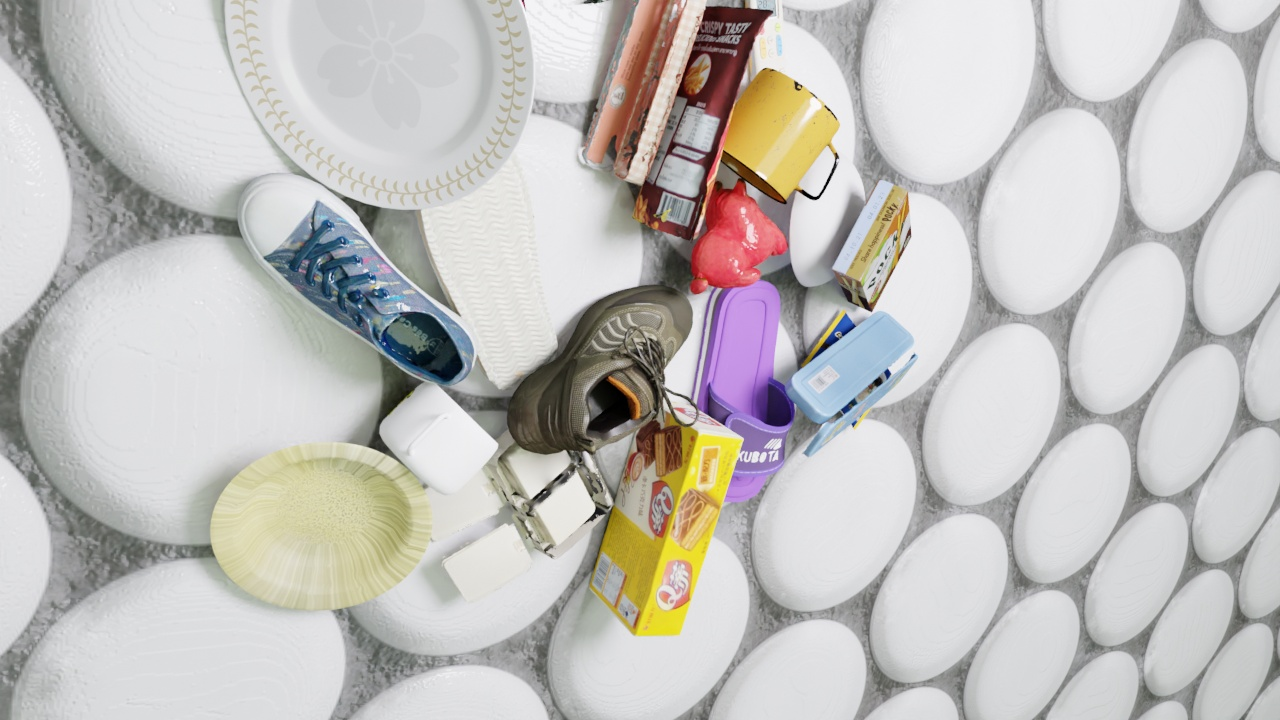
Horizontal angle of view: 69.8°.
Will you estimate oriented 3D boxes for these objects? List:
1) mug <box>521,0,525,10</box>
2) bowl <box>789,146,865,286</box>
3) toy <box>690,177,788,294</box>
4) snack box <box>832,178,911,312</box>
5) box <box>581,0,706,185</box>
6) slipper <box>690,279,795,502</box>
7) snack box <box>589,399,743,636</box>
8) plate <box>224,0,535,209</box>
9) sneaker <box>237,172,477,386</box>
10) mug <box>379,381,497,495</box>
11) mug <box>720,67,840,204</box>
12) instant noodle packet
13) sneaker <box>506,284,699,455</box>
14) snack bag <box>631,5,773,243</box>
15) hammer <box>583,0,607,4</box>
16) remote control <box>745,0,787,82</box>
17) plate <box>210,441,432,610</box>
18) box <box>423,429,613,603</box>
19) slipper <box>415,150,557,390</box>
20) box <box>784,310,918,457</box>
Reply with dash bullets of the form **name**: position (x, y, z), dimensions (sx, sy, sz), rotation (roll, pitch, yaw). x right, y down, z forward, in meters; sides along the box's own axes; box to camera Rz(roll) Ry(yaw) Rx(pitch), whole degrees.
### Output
- **mug**: position (-0.158, -0.293, 0.720), dimensions (0.098, 0.082, 0.118), rotation (-39, 152, -14)
- **bowl**: position (0.209, -0.150, 0.979), dimensions (0.149, 0.043, 0.150), rotation (-28, 124, -52)
- **toy**: position (0.077, -0.120, 0.926), dimensions (0.132, 0.088, 0.094), rotation (-48, 126, -33)
- **snack box**: position (0.255, -0.119, 0.997), dimensions (0.101, 0.032, 0.186), rotation (-63, 161, 2)
- **box**: position (0.003, -0.256, 0.838), dimensions (0.071, 0.056, 0.187), rotation (17, 108, -7)
- **slipper**: position (0.122, 0.046, 1.009), dimensions (0.107, 0.084, 0.267), rotation (-7, 110, -28)
- **snack box**: position (0.024, 0.166, 0.978), dimensions (0.061, 0.110, 0.230), rotation (11, 101, -33)
- **plate**: position (-0.195, -0.231, 0.691), dimensions (0.243, 0.016, 0.243), rotation (5, 121, 9)
- **sneaker**: position (-0.231, -0.054, 0.752), dimensions (0.087, 0.079, 0.235), rotation (-45, 111, 5)
- **mug**: position (-0.183, 0.069, 0.824), dimensions (0.094, 0.116, 0.068), rotation (43, 80, 4)
- **mug**: position (0.140, -0.214, 0.899), dimensions (0.124, 0.100, 0.094), rotation (37, 97, 3)
- **instant noodle packet**: position (0.252, 0.013, 1.108), dimensions (0.087, 0.026, 0.134), rotation (-52, 123, -11)
- **sneaker**: position (-0.005, 0.005, 0.869), dimensions (0.237, 0.143, 0.101), rotation (-44, 123, -30)
- **snack bag**: position (0.048, -0.221, 0.847), dimensions (0.066, 0.139, 0.208), rotation (4, 107, -26)
- **hammer**: position (-0.108, -0.416, 0.751), dimensions (0.330, 0.033, 0.132), rotation (22, 96, -33)
- **remote control**: position (0.127, -0.324, 0.925), dimensions (0.038, 0.018, 0.126), rotation (-19, 114, -24)
- **plate**: position (-0.283, 0.141, 0.823), dimensions (0.184, 0.036, 0.185), rotation (-8, 120, -13)
- **box**: position (-0.126, 0.142, 0.922), dimensions (0.187, 0.058, 0.144), rotation (-33, 119, -20)
- **slipper**: position (-0.137, -0.092, 0.834), dimensions (0.114, 0.052, 0.263), rotation (-29, 129, -23)
- **box**: position (0.235, 0.023, 1.046), dimensions (0.208, 0.073, 0.086), rotation (-31, 152, -39)
